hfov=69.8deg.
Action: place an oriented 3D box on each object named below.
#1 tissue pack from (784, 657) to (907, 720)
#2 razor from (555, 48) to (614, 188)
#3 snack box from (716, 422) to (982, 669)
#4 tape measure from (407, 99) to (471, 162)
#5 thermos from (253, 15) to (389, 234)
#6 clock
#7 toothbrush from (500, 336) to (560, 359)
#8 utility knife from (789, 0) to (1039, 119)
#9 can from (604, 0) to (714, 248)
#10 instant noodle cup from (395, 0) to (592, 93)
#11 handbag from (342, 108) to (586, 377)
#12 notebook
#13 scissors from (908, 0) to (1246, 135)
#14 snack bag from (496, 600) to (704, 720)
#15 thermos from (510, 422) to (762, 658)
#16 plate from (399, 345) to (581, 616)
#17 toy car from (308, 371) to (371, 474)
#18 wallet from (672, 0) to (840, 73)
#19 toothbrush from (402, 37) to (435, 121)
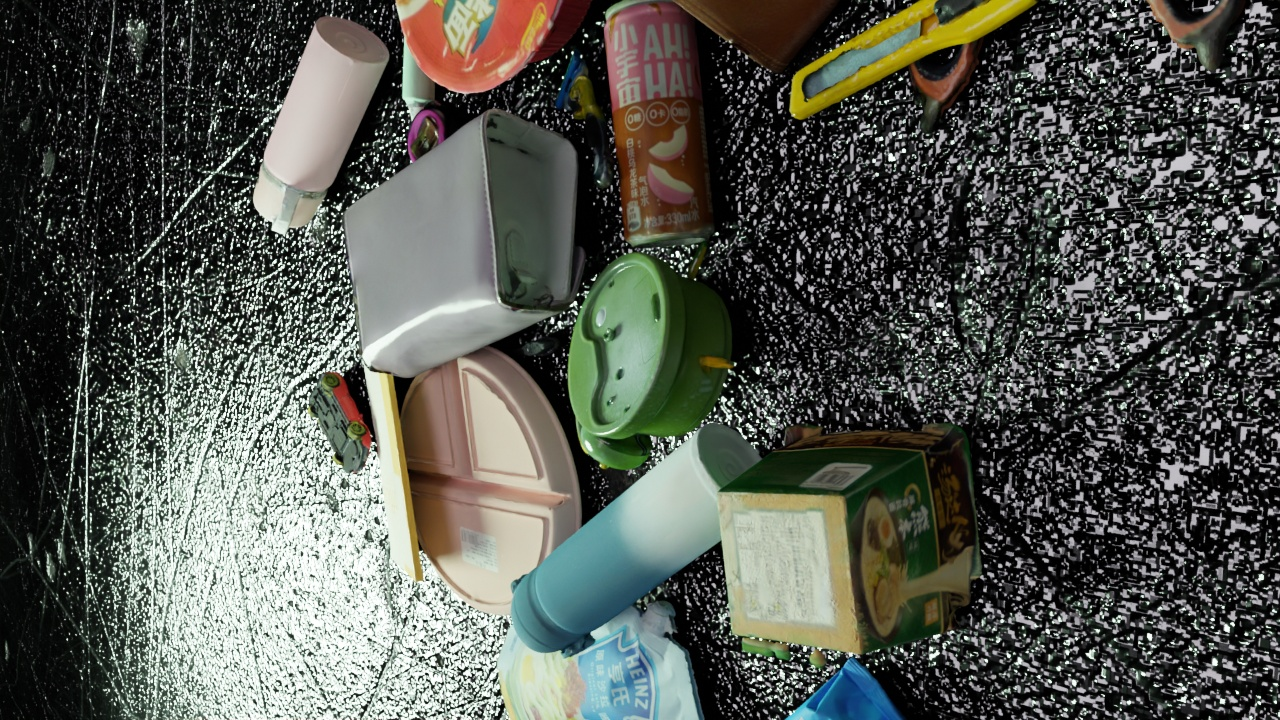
[{"bbox_3d":[0.112,0.255,0.544,0.095,0.052,0.157,50,125,25],"label":"tissue pack"},{"bbox_3d":[-0.032,-0.157,0.611,0.142,0.022,0.043,-107,33,-45],"label":"razor"},{"bbox_3d":[0.105,0.097,0.494,0.118,0.105,0.117,-6,91,41],"label":"snack box"},{"bbox_3d":[-0.161,-0.176,0.738,0.057,0.039,0.058,48,124,26],"label":"tape measure"},{"bbox_3d":[-0.296,-0.203,0.830,0.199,0.067,0.087,-51,32,32],"label":"thermos"},{"bbox_3d":[-0.003,0.003,0.590,0.162,0.056,0.116,-43,43,42],"label":"clock"},{"bbox_3d":[-0.131,0.002,0.751,0.190,0.017,0.014,-12,90,43],"label":"toothbrush"},{"bbox_3d":[0.138,-0.165,0.469,0.155,0.015,0.033,-21,78,41],"label":"utility knife"},{"bbox_3d":[0.012,-0.147,0.577,0.058,0.057,0.147,-4,93,42],"label":"can"},{"bbox_3d":[-0.095,-0.286,0.649,0.194,0.065,0.194,7,102,40],"label":"instant noodle cup"},{"bbox_3d":[-0.134,-0.076,0.683,0.198,0.098,0.144,-19,65,43],"label":"handbag"},{"bbox_3d":[-0.219,0.082,0.805,0.146,0.010,0.206,172,89,-67],"label":"notebook"},{"bbox_3d":[0.192,-0.215,0.436,0.189,0.015,0.223,22,110,38],"label":"scissors"},{"bbox_3d":[-0.032,0.240,0.682,0.192,0.038,0.110,-23,69,40],"label":"snack bag"},{"bbox_3d":[-0.008,0.128,0.615,0.221,0.070,0.070,-44,67,31],"label":"thermos"},{"bbox_3d":[-0.134,0.100,0.748,0.230,0.028,0.229,12,107,42],"label":"plate"},{"bbox_3d":[-0.287,0.060,0.886,0.106,0.031,0.049,54,127,27],"label":"toy car"},{"bbox_3d":[0.060,-0.231,0.501,0.124,0.032,0.101,31,121,-12],"label":"wallet"},{"bbox_3d":[-0.181,-0.246,0.756,0.026,0.027,0.224,20,109,52],"label":"toothbrush"}]
